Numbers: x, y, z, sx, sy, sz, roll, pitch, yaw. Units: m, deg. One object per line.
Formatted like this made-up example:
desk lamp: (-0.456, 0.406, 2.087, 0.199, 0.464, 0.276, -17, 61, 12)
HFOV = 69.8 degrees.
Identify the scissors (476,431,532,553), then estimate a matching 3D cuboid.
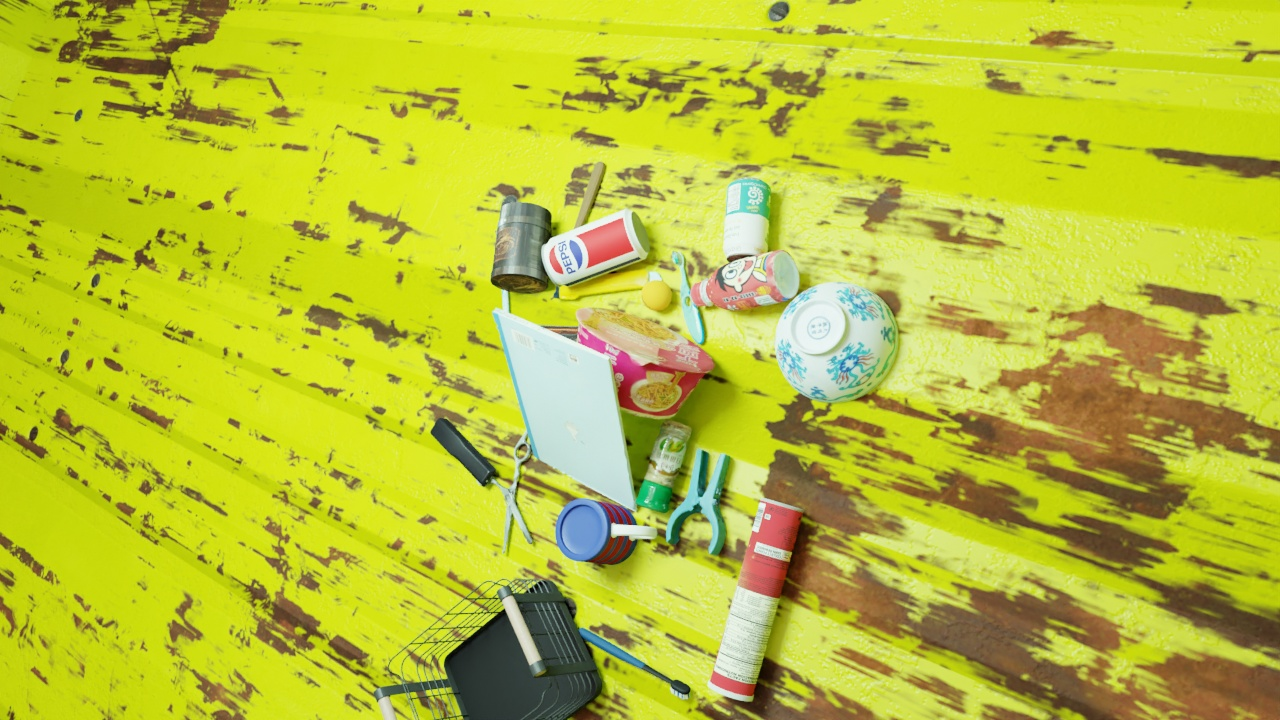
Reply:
scissors: (-0.169, 0.172, 1.238, 0.141, 0.014, 0.162, 34, 93, 35)

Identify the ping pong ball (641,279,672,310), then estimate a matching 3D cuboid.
ping pong ball: (0.021, -0.084, 1.186, 0.040, 0.040, 0.040, -9, 72, 28)

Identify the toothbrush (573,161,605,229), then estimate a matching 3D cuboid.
toothbrush: (-0.081, -0.204, 1.295, 0.016, 0.016, 0.166, 14, 82, 32)

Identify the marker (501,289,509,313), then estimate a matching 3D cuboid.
marker: (-0.194, -0.075, 1.324, 0.013, 0.013, 0.141, -16, 68, 25)

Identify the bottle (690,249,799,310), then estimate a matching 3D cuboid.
bottle: (0.122, -0.092, 1.117, 0.138, 0.062, 0.062, -10, 71, 42)

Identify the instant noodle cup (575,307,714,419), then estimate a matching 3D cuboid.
instant noodle cup: (-0.007, 0.006, 1.111, 0.179, 0.178, 0.078, 32, 109, 32)

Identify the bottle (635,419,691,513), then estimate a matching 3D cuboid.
bottle: (0.030, 0.129, 1.121, 0.043, 0.043, 0.111, 15, 83, 32)

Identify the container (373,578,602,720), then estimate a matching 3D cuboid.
container: (-0.184, 0.385, 1.110, 0.242, 0.130, 0.162, -41, 60, 18)

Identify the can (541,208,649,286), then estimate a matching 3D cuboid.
can: (-0.059, -0.149, 1.226, 0.132, 0.070, 0.070, -19, 67, 18)

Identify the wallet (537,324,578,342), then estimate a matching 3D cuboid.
wallet: (-0.119, -0.012, 1.259, 0.123, 0.019, 0.072, 4, 74, 31)

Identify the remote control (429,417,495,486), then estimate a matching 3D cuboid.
remote control: (-0.252, 0.128, 1.292, 0.136, 0.015, 0.032, 37, 96, 37)

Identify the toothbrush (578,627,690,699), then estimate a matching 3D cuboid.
toothbrush: (-0.010, 0.358, 1.094, 0.168, 0.014, 0.014, 18, 119, 35)

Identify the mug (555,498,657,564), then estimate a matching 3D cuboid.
mug: (-0.037, 0.209, 1.116, 0.112, 0.076, 0.075, -6, 73, 28)

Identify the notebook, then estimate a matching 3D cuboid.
notebook: (-0.088, 0.063, 1.113, 0.181, 0.254, 0.009, 23, 50, 32)

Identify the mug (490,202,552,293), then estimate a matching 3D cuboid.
mug: (-0.178, -0.155, 1.305, 0.116, 0.080, 0.107, -13, 68, 47)

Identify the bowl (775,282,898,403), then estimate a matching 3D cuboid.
bowl: (0.211, -0.029, 1.042, 0.144, 0.074, 0.143, -9, 72, 28)

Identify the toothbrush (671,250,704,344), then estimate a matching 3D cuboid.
toothbrush: (0.060, -0.082, 1.177, 0.022, 0.017, 0.135, -27, 64, 31)

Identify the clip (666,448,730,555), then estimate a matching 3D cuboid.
clip: (0.058, 0.172, 1.104, 0.121, 0.031, 0.130, -16, 69, 30)

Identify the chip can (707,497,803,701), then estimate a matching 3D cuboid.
chip can: (0.129, 0.263, 1.020, 0.052, 0.051, 0.214, 13, 83, 32)

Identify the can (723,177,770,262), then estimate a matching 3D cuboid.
can: (0.132, -0.172, 1.139, 0.055, 0.055, 0.101, -3, 75, 29)

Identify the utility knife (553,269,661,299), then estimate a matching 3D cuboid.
utility knife: (-0.046, -0.103, 1.245, 0.165, 0.017, 0.030, -5, 78, 29)
